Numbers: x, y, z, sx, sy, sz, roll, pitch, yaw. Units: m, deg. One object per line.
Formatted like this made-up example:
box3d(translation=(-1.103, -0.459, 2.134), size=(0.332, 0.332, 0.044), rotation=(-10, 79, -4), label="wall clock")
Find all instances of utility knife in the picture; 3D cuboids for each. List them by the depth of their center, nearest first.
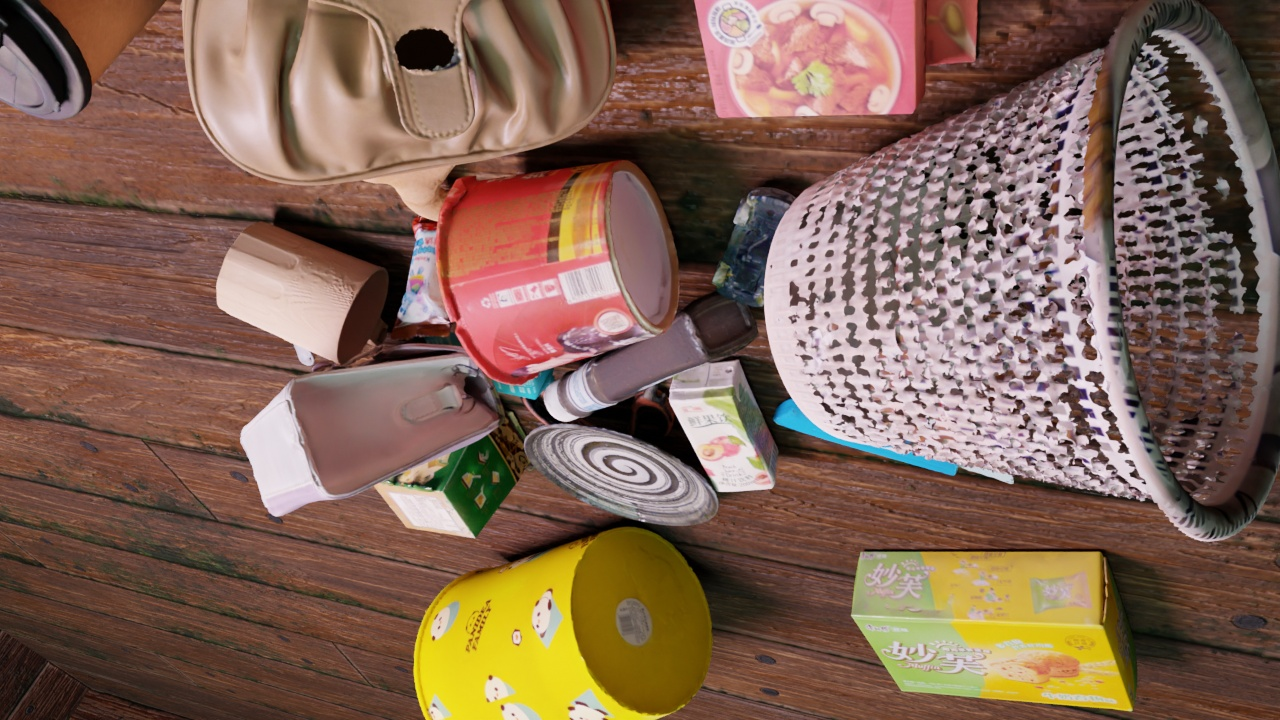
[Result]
box3d(translation=(0.195, 0.065, 0.702), size=(0.187, 0.018, 0.034), rotation=(17, 154, 4), label="utility knife")

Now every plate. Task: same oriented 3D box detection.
box3d(translation=(-0.015, 0.096, 0.801), size=(0.179, 0.024, 0.180), rotation=(15, 150, 9), label="plate")

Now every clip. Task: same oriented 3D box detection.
box3d(translation=(-0.309, -0.025, 0.839), size=(0.024, 0.026, 0.056), rotation=(-2, 125, 25), label="clip")

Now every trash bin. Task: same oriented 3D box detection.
box3d(translation=(0.178, -0.033, 0.450), size=(0.193, 0.226, 0.227), rotation=(-5, 137, 49), label="trash bin")
box3d(translation=(-0.076, 0.301, 0.970), size=(0.229, 0.229, 0.256), rotation=(38, 135, -21), label="trash bin")

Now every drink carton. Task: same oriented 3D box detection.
box3d(translation=(0.068, 0.052, 0.724), size=(0.054, 0.045, 0.122), rotation=(-6, 136, 23), label="drink carton")

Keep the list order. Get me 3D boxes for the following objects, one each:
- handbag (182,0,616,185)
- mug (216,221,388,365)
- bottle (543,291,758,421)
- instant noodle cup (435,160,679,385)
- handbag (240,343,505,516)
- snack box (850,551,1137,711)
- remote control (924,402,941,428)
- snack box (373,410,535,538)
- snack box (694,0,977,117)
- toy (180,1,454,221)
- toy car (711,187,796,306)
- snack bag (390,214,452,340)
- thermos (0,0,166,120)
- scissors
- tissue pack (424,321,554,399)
box3d(translation=(-0.112, -0.163, 0.439), size=(0.204, 0.099, 0.148), rotation=(-15, 125, -16), label="handbag")
box3d(translation=(-0.267, -0.051, 0.745), size=(0.103, 0.084, 0.125), rotation=(23, 170, 0), label="mug")
box3d(translation=(-0.004, 0.004, 0.675), size=(0.195, 0.079, 0.044), rotation=(-26, 89, 47), label="bottle")
box3d(translation=(-0.044, -0.058, 0.577), size=(0.109, 0.137, 0.138), rotation=(-9, 134, 23), label="instant noodle cup")
box3d(translation=(-0.210, 0.049, 0.695), size=(0.197, 0.144, 0.098), rotation=(-19, 87, 56), label="handbag")
box3d(translation=(0.314, 0.239, 0.818), size=(0.210, 0.069, 0.158), rotation=(-8, 135, 33), label="snack box")
box3d(translation=(0.178, 0.005, 0.634), size=(0.056, 0.020, 0.136), rotation=(-11, 132, 34), label="remote control")
box3d(translation=(-0.180, 0.100, 0.856), size=(0.118, 0.105, 0.118), rotation=(4, 141, 23), label="snack box")
box3d(translation=(0.092, -0.175, 0.433), size=(0.127, 0.044, 0.113), rotation=(4, 140, 22), label="snack box")
box3d(translation=(-0.159, -0.160, 0.552), size=(0.144, 0.082, 0.226), rotation=(-11, 137, 36), label="toy")
box3d(translation=(0.075, -0.072, 0.578), size=(0.043, 0.034, 0.091), rotation=(21, 141, 5), label="toy car")
box3d(translation=(-0.148, -0.062, 0.649), size=(0.045, 0.105, 0.026), rotation=(-1, 157, 10), label="snack bag")
box3d(translation=(-0.322, -0.205, 0.515), size=(0.093, 0.142, 0.093), rotation=(14, 143, 11), label="thermos")
box3d(translation=(-0.021, 0.076, 0.822), size=(0.189, 0.015, 0.227), rotation=(19, 143, 3), label="scissors")
box3d(translation=(-0.119, -0.025, 0.716), size=(0.093, 0.050, 0.134), rotation=(10, 142, 12), label="tissue pack")
